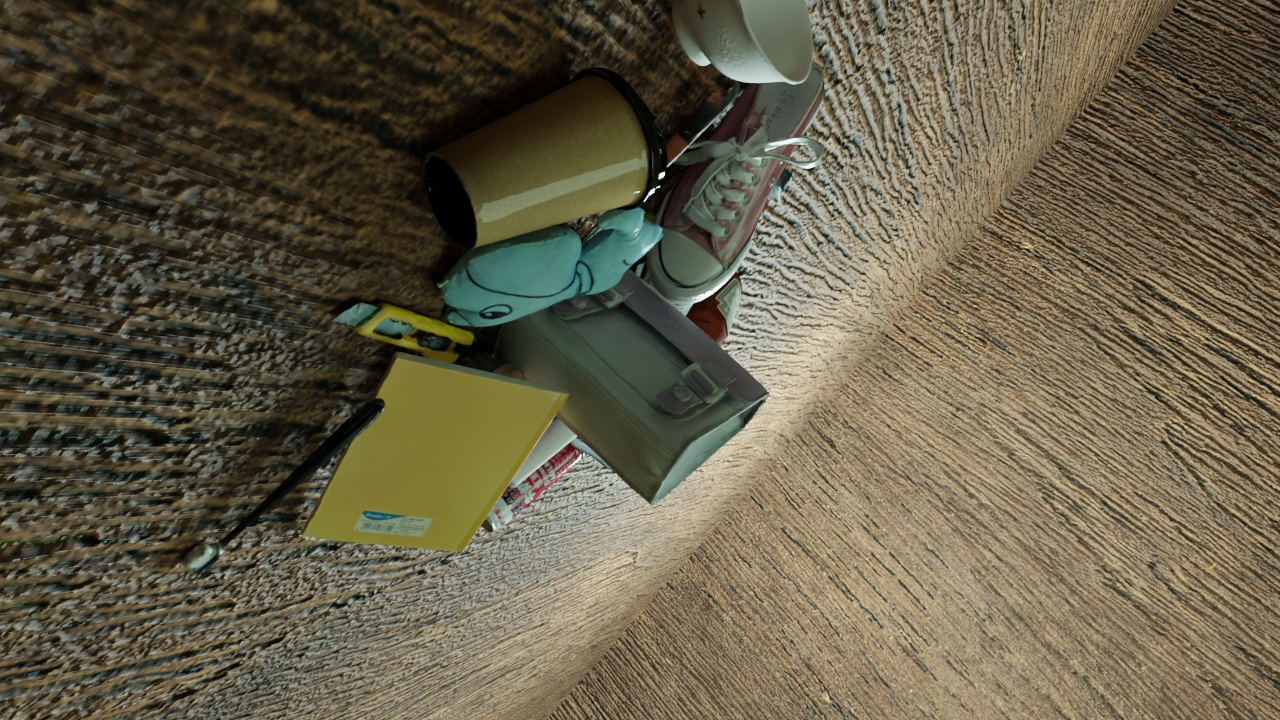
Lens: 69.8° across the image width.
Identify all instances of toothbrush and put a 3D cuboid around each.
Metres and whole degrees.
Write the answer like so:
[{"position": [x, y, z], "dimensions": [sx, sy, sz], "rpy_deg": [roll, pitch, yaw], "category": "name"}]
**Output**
[{"position": [-0.252, 0.088, 0.652], "dimensions": [0.181, 0.015, 0.018], "rpy_deg": [-41, 152, -3], "category": "toothbrush"}, {"position": [-0.046, 0.043, 0.869], "dimensions": [0.221, 0.026, 0.026], "rpy_deg": [-40, 149, 8], "category": "toothbrush"}]

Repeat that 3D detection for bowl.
[{"position": [0.061, -0.233, 0.614], "dimensions": [0.065, 0.118, 0.118], "rpy_deg": [-13, -175, 34], "category": "bowl"}]

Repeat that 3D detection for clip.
[{"position": [0.151, -0.193, 1.017], "dimensions": [0.044, 0.027, 0.058], "rpy_deg": [-52, 165, -12], "category": "clip"}]

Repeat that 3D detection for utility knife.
[{"position": [-0.162, -0.018, 0.656], "dimensions": [0.033, 0.015, 0.177], "rpy_deg": [-49, 163, 5], "category": "utility knife"}]

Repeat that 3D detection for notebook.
[{"position": [-0.166, 0.083, 0.734], "dimensions": [0.145, 0.010, 0.207], "rpy_deg": [14, 126, -33], "category": "notebook"}]

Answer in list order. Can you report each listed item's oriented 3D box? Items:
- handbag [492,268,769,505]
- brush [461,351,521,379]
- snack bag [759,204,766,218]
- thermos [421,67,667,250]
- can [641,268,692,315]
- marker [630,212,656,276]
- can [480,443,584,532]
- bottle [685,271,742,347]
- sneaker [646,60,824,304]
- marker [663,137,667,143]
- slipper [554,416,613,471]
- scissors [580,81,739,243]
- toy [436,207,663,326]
[{"position": [-0.005, 0.005, 0.780], "dimensions": [0.144, 0.197, 0.099], "rpy_deg": [-31, 157, -45], "category": "handbag"}, {"position": [-0.135, 0.055, 0.780], "dimensions": [0.063, 0.073, 0.146], "rpy_deg": [-28, 158, -46], "category": "brush"}, {"position": [0.102, -0.149, 0.990], "dimensions": [0.105, 0.026, 0.045], "rpy_deg": [-34, 167, -36], "category": "snack bag"}, {"position": [-0.057, -0.121, 0.569], "dimensions": [0.143, 0.093, 0.093], "rpy_deg": [-30, 156, -29], "category": "thermos"}, {"position": [0.034, -0.083, 0.917], "dimensions": [0.058, 0.058, 0.147], "rpy_deg": [-29, 155, -47], "category": "can"}, {"position": [-0.002, -0.099, 0.873], "dimensions": [0.018, 0.015, 0.124], "rpy_deg": [-49, 169, -28], "category": "marker"}, {"position": [-0.127, 0.127, 1.002], "dimensions": [0.132, 0.053, 0.053], "rpy_deg": [-39, 161, -25], "category": "can"}, {"position": [0.061, -0.025, 0.985], "dimensions": [0.060, 0.060, 0.205], "rpy_deg": [114, 0, -46], "category": "bottle"}, {"position": [0.080, -0.161, 0.775], "dimensions": [0.241, 0.118, 0.088], "rpy_deg": [-58, 173, -1], "category": "sneaker"}, {"position": [-0.018, -0.150, 0.719], "dimensions": [0.123, 0.015, 0.018], "rpy_deg": [-37, 165, -38], "category": "marker"}, {"position": [-0.038, 0.045, 0.992], "dimensions": [0.110, 0.083, 0.268], "rpy_deg": [-32, 155, -2], "category": "slipper"}, {"position": [0.003, -0.138, 0.702], "dimensions": [0.224, 0.015, 0.189], "rpy_deg": [-48, -173, -15], "category": "scissors"}, {"position": [-0.071, -0.066, 0.658], "dimensions": [0.156, 0.049, 0.162], "rpy_deg": [1, 152, -45], "category": "toy"}]
